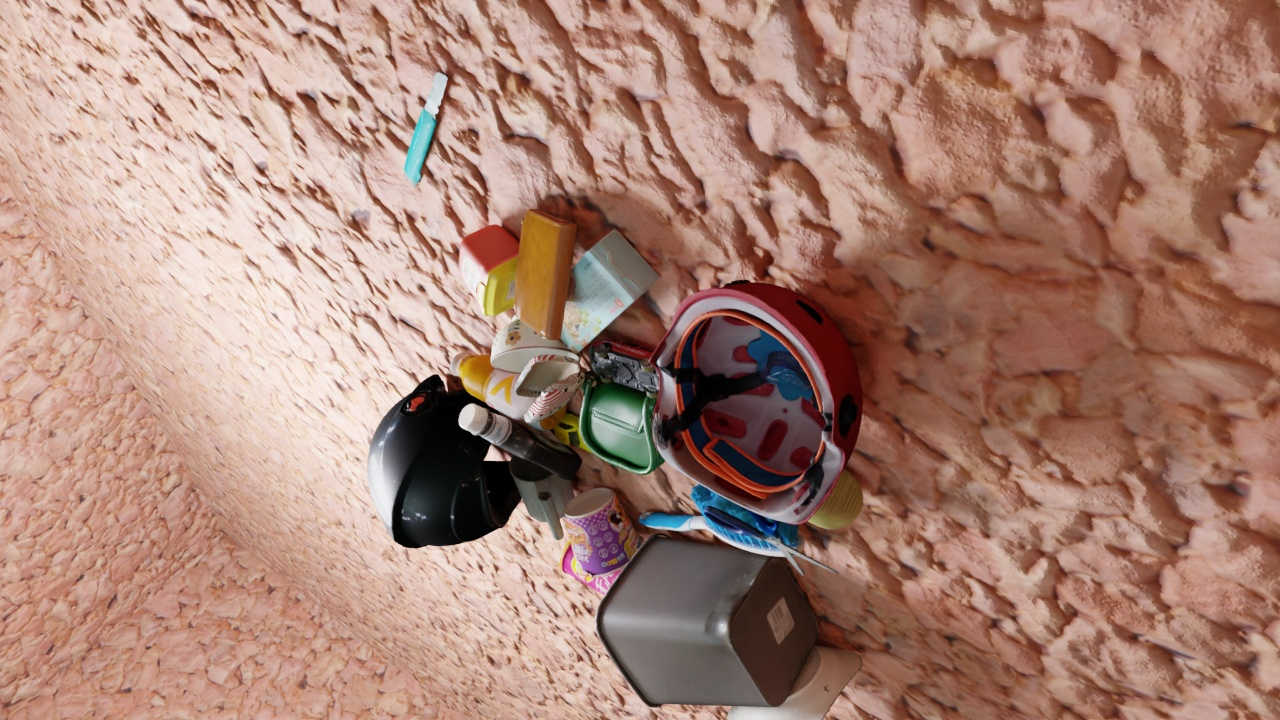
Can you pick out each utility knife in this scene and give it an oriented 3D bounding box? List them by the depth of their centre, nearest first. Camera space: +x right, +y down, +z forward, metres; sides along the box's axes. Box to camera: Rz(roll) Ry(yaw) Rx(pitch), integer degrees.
[{"bbox_3d":[-0.256,-0.272,1.095,0.029,0.013,0.222,47,149,0],"label":"utility knife"}]

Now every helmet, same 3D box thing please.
[{"bbox_3d":[0.125,0.021,0.890,0.207,0.143,0.240,22,126,30],"label":"helmet"},{"bbox_3d":[-0.307,0.157,1.415,0.274,0.230,0.234,54,163,36],"label":"helmet"}]

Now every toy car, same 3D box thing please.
[{"bbox_3d":[-0.007,0.006,1.096,0.121,0.045,0.053,16,135,29],"label":"toy car"},{"bbox_3d":[-0.094,0.103,1.304,0.105,0.032,0.048,20,139,30],"label":"toy car"}]

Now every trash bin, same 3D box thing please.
[{"bbox_3d":[0.097,0.354,1.240,0.220,0.198,0.199,-11,117,43],"label":"trash bin"}]

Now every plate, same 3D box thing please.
[{"bbox_3d":[0.197,0.429,1.223,0.164,0.163,0.034,-16,108,52],"label":"plate"}]

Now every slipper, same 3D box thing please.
[{"bbox_3d":[0.153,0.132,1.024,0.190,0.091,0.082,30,146,16],"label":"slipper"}]

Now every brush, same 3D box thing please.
[{"bbox_3d":[0.087,0.205,1.206,0.315,0.060,0.109,7,134,46],"label":"brush"}]

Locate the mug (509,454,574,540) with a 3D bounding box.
[{"bbox_3d":[-0.143,0.199,1.391,0.123,0.083,0.103,-110,6,-47],"label":"mug"}]

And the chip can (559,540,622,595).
[{"bbox_3d":[-0.028,0.352,1.462,0.211,0.071,0.071,23,141,29],"label":"chip can"}]

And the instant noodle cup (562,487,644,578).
[{"bbox_3d":[-0.061,0.251,1.367,0.112,0.111,0.099,1,118,46],"label":"instant noodle cup"}]

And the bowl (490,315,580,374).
[{"bbox_3d":[-0.134,-0.026,1.165,0.114,0.113,0.062,-33,59,56],"label":"bowl"}]

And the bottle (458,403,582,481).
[{"bbox_3d":[-0.168,0.111,1.274,0.194,0.044,0.080,33,178,-42],"label":"bottle"}]

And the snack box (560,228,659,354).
[{"bbox_3d":[-0.053,-0.075,1.053,0.074,0.051,0.175,48,147,-2],"label":"snack box"}]

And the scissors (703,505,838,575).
[{"bbox_3d":[0.147,0.202,1.059,0.162,0.012,0.176,14,150,30],"label":"scissors"}]

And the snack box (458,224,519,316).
[{"bbox_3d":[-0.178,-0.114,1.128,0.080,0.081,0.091,48,148,21],"label":"snack box"}]

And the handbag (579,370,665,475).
[{"bbox_3d":[-0.015,0.074,1.156,0.131,0.067,0.120,17,132,37],"label":"handbag"}]

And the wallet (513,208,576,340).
[{"bbox_3d":[-0.115,-0.102,1.042,0.119,0.035,0.131,35,121,55],"label":"wallet"}]

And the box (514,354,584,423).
[{"bbox_3d":[-0.118,0.024,1.164,0.081,0.074,0.164,62,158,10],"label":"box"}]

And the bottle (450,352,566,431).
[{"bbox_3d":[-0.193,0.038,1.307,0.190,0.067,0.068,24,141,29],"label":"bottle"}]
